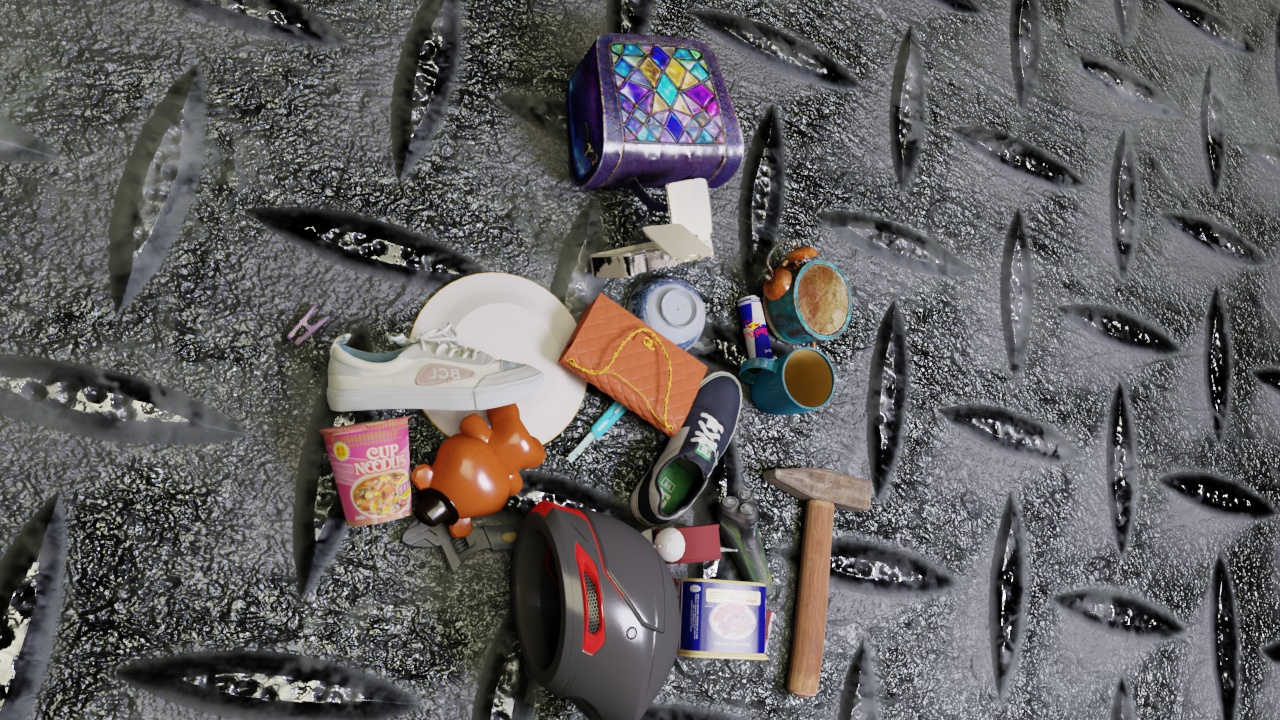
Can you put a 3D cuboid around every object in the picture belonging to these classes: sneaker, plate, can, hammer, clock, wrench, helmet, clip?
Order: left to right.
[{"bbox_3d":[-0.378,-0.038,1.042,0.035,0.013,0.051,39,68,-11],"label":"clip"},{"bbox_3d":[-0.229,0.005,1.032,0.242,0.089,0.091,-1,100,-10],"label":"sneaker"},{"bbox_3d":[-0.169,0.000,1.124,0.229,0.021,0.229,6,76,-24],"label":"plate"},{"bbox_3d":[-0.145,0.209,1.089,0.273,0.022,0.073,2,71,-24],"label":"wrench"},{"bbox_3d":[-0.040,0.287,1.039,0.169,0.165,0.264,1,82,-32],"label":"helmet"},{"bbox_3d":[0.049,0.228,1.138,0.124,0.087,0.044,0,79,-28],"label":"clock"},{"bbox_3d":[0.075,0.109,1.180,0.084,0.079,0.234,38,65,-12],"label":"sneaker"},{"bbox_3d":[0.102,0.321,1.142,0.116,0.057,0.092,10,74,-23],"label":"can"},{"bbox_3d":[0.160,-0.042,1.278,0.032,0.032,0.095,-8,82,-26],"label":"can"},{"bbox_3d":[0.223,-0.096,1.294,0.121,0.073,0.157,-46,111,-29],"label":"clock"},{"bbox_3d":[0.227,0.294,1.232,0.157,0.037,0.300,15,72,-21],"label":"hammer"}]

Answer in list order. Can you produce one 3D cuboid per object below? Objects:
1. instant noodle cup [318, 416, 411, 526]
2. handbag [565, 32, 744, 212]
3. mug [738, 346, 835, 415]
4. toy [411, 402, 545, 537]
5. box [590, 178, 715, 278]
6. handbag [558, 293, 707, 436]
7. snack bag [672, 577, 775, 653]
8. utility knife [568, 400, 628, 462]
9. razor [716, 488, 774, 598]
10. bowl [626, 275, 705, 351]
[{"bbox_3d":[-0.294,0.121,1.004,0.097,0.098,0.108,-9,90,-26],"label":"instant noodle cup"},{"bbox_3d":[0.015,-0.305,1.218,0.204,0.126,0.222,-5,78,-26],"label":"handbag"},{"bbox_3d":[0.187,0.027,1.235,0.112,0.104,0.084,24,69,-16],"label":"mug"},{"bbox_3d":[-0.184,0.123,1.047,0.175,0.096,0.112,-46,115,-43],"label":"toy"},{"bbox_3d":[0.035,-0.168,1.146,0.143,0.193,0.106,-17,104,-32],"label":"box"},{"bbox_3d":[-0.007,0.007,1.160,0.172,0.060,0.108,34,54,-12],"label":"handbag"},{"bbox_3d":[0.101,0.329,1.180,0.158,0.013,0.057,22,69,-19],"label":"snack bag"},{"bbox_3d":[-0.041,0.077,1.169,0.022,0.015,0.151,45,65,-7],"label":"utility knife"},{"bbox_3d":[0.142,0.242,1.191,0.053,0.067,0.151,-22,96,-23],"label":"razor"},{"bbox_3d":[0.043,-0.065,1.222,0.114,0.045,0.114,6,76,-24],"label":"bowl"}]
